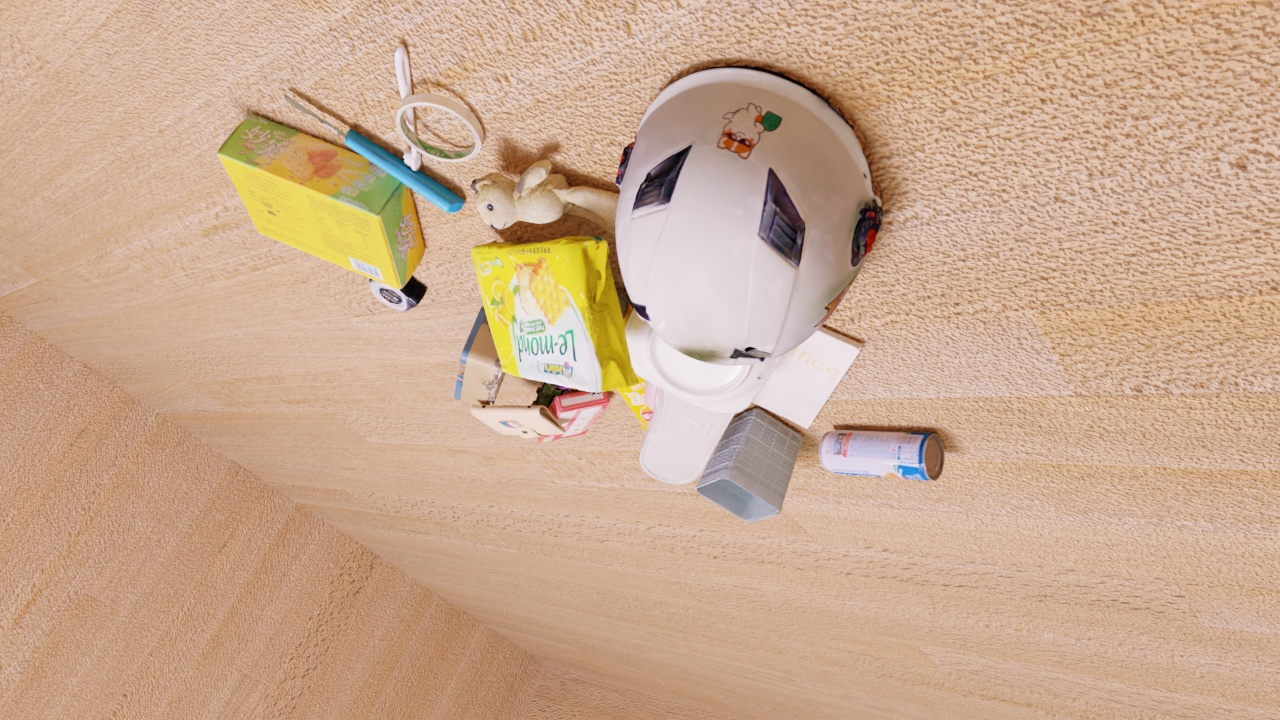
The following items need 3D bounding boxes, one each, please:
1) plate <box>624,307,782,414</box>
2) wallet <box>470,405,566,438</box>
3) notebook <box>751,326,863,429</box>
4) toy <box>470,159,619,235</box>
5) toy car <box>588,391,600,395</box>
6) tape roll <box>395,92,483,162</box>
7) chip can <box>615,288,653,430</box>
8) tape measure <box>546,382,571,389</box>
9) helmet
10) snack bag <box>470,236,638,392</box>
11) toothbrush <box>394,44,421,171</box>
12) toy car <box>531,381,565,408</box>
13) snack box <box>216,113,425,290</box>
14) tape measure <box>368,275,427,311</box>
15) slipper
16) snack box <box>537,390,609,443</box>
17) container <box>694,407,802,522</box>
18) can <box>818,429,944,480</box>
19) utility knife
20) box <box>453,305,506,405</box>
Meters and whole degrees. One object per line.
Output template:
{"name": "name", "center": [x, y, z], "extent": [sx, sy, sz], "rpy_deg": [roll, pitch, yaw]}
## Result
{"name": "plate", "center": [0.064, -0.015, 0.963], "extent": [0.163, 0.034, 0.165], "rpy_deg": [25, 126, -2]}
{"name": "wallet", "center": [-0.168, 0.086, 1.283], "extent": [0.115, 0.024, 0.087], "rpy_deg": [-2, 153, 27]}
{"name": "notebook", "center": [0.152, 0.004, 1.034], "extent": [0.146, 0.010, 0.207], "rpy_deg": [25, 153, 6]}
{"name": "toy", "center": [-0.088, -0.153, 0.908], "extent": [0.157, 0.066, 0.105], "rpy_deg": [9, 166, 2]}
{"name": "toy car", "center": [-0.091, -0.023, 1.121], "extent": [0.156, 0.041, 0.071], "rpy_deg": [55, 173, -1]}
{"name": "tape roll", "center": [-0.198, -0.228, 0.905], "extent": [0.086, 0.013, 0.086], "rpy_deg": [10, 154, 5]}
{"name": "chip can", "center": [-0.007, 0.006, 1.111], "extent": [0.072, 0.071, 0.213], "rpy_deg": [7, 147, 33]}
{"name": "tape measure", "center": [-0.111, 0.013, 1.245], "extent": [0.057, 0.039, 0.058], "rpy_deg": [27, 153, -3]}
{"name": "helmet", "center": [0.072, -0.091, 0.776], "extent": [0.230, 0.156, 0.274], "rpy_deg": [20, 152, 12]}
{"name": "snack bag", "center": [-0.092, -0.057, 0.979], "extent": [0.247, 0.068, 0.158], "rpy_deg": [9, 116, 55]}
{"name": "toothbrush", "center": [-0.234, -0.249, 0.917], "extent": [0.016, 0.016, 0.180], "rpy_deg": [30, 154, 5]}
{"name": "toy car", "center": [-0.130, 0.045, 1.315], "extent": [0.036, 0.043, 0.091], "rpy_deg": [28, 154, -5]}
{"name": "snack box", "center": [-0.370, -0.185, 1.087], "extent": [0.210, 0.069, 0.158], "rpy_deg": [22, 153, 8]}
{"name": "tape measure", "center": [-0.333, -0.099, 1.248], "extent": [0.066, 0.033, 0.066], "rpy_deg": [43, 146, -27]}
{"name": "slipper", "center": [0.061, 0.041, 1.067], "extent": [0.114, 0.054, 0.275], "rpy_deg": [14, 131, 1]}
{"name": "snack box", "center": [-0.101, 0.081, 1.329], "extent": [0.075, 0.025, 0.153], "rpy_deg": [-11, 163, -21]}
{"name": "container", "center": [0.140, 0.129, 1.156], "extent": [0.090, 0.111, 0.090], "rpy_deg": [32, 153, -11]}
{"name": "can", "center": [0.278, 0.109, 1.064], "extent": [0.135, 0.053, 0.053], "rpy_deg": [-1, 143, 42]}
{"name": "utility knife", "center": [-0.290, -0.225, 0.994], "extent": [0.218, 0.034, 0.018], "rpy_deg": [33, 113, -9]}
{"name": "box", "center": [-0.212, 0.002, 1.261], "extent": [0.062, 0.089, 0.185], "rpy_deg": [22, 152, -7]}
